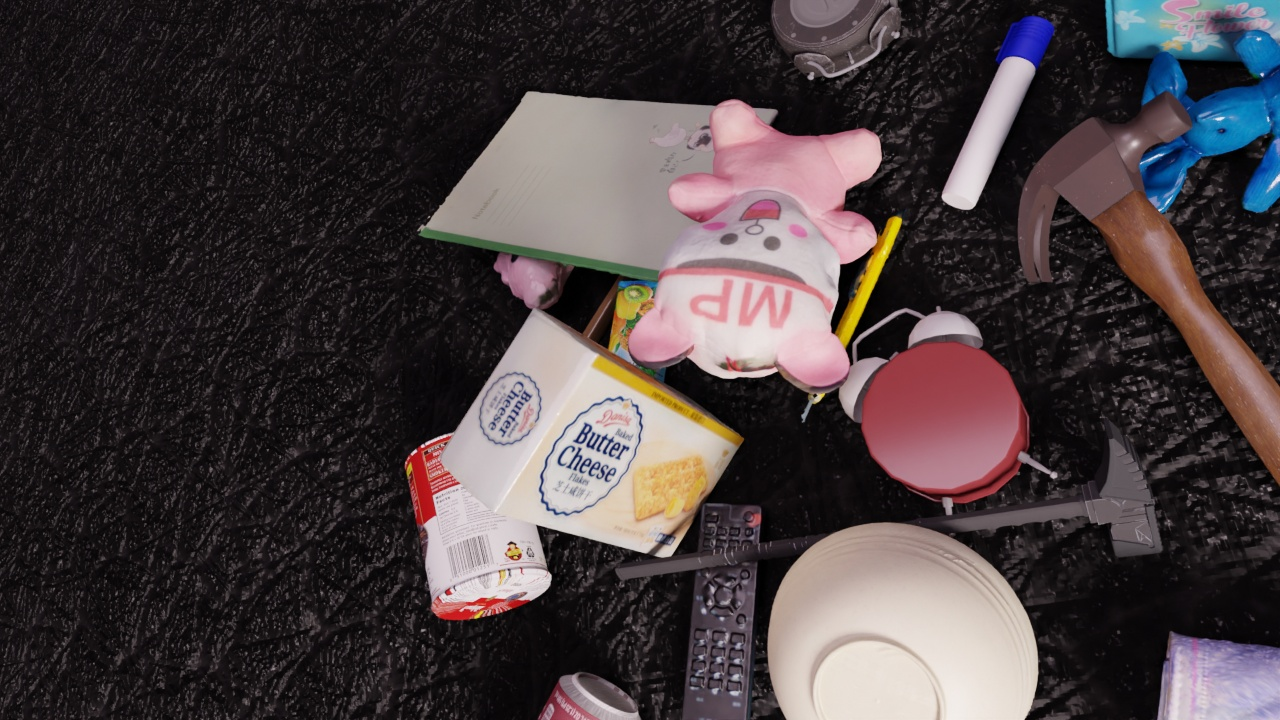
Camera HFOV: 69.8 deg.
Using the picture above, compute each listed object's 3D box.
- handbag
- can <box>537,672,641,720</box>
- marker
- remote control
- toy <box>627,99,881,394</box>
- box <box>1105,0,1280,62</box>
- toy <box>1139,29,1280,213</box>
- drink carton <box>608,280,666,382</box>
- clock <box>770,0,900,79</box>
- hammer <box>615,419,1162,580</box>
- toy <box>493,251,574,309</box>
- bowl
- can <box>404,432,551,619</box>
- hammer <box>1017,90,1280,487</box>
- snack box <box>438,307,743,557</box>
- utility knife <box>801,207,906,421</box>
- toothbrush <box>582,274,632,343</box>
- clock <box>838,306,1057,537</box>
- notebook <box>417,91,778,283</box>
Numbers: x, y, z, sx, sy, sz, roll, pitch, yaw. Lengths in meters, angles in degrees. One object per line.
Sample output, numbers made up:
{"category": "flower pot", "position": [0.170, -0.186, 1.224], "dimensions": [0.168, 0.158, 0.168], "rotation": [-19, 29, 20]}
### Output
{"category": "handbag", "position": [0.327, 0.203, 0.423], "dimensions": [0.159, 0.069, 0.126], "rotation": [6, 62, 30]}
{"category": "can", "position": [-0.050, 0.270, 0.608], "dimensions": [0.063, 0.063, 0.114], "rotation": [27, 88, 33]}
{"category": "marker", "position": [0.239, -0.166, 0.617], "dimensions": [0.027, 0.023, 0.133], "rotation": [20, 84, 54]}
{"category": "remote control", "position": [0.057, 0.171, 0.608], "dimensions": [0.047, 0.022, 0.150], "rotation": [-2, 71, 29]}
{"category": "toy", "position": [0.082, -0.075, 0.609], "dimensions": [0.142, 0.084, 0.212], "rotation": [14, 60, 3]}
{"category": "box", "position": [0.366, -0.219, 0.471], "dimensions": [0.227, 0.185, 0.056], "rotation": [15, 71, 32]}
{"category": "toy", "position": [0.348, -0.149, 0.516], "dimensions": [0.177, 0.071, 0.112], "rotation": [-23, 65, 49]}
{"category": "drink carton", "position": [-0.004, 0.004, 0.686], "dimensions": [0.044, 0.038, 0.128], "rotation": [1, 74, 29]}
{"category": "clock", "position": [0.147, -0.256, 0.686], "dimensions": [0.091, 0.043, 0.122], "rotation": [-22, 64, 21]}
{"category": "hammer", "position": [0.126, 0.103, 0.552], "dimensions": [0.326, 0.095, 0.015], "rotation": [-14, 36, 25]}
{"category": "toy", "position": [-0.085, -0.087, 0.756], "dimensions": [0.096, 0.052, 0.099], "rotation": [11, 68, 45]}
{"category": "bowl", "position": [0.135, 0.171, 0.501], "dimensions": [0.151, 0.075, 0.151], "rotation": [3, 97, 24]}
{"category": "can", "position": [-0.122, 0.122, 0.684], "dimensions": [0.087, 0.086, 0.116], "rotation": [-29, 61, 18]}
{"category": "hammer", "position": [0.317, 0.006, 0.494], "dimensions": [0.116, 0.033, 0.322], "rotation": [-44, 61, 41]}
{"category": "snack box", "position": [-0.019, 0.055, 0.577], "dimensions": [0.057, 0.207, 0.104], "rotation": [34, 91, 34]}
{"category": "utility knife", "position": [0.142, -0.031, 0.617], "dimensions": [0.017, 0.030, 0.162], "rotation": [22, 81, 6]}
{"category": "toothbrush", "position": [-0.018, -0.053, 0.727], "dimensions": [0.016, 0.016, 0.167], "rotation": [30, 89, 34]}
{"category": "clock", "position": [0.182, 0.029, 0.566], "dimensions": [0.096, 0.048, 0.137], "rotation": [-35, 58, 15]}
{"category": "notebook", "position": [-0.039, -0.148, 0.738], "dimensions": [0.253, 0.010, 0.181], "rotation": [14, 61, 32]}
